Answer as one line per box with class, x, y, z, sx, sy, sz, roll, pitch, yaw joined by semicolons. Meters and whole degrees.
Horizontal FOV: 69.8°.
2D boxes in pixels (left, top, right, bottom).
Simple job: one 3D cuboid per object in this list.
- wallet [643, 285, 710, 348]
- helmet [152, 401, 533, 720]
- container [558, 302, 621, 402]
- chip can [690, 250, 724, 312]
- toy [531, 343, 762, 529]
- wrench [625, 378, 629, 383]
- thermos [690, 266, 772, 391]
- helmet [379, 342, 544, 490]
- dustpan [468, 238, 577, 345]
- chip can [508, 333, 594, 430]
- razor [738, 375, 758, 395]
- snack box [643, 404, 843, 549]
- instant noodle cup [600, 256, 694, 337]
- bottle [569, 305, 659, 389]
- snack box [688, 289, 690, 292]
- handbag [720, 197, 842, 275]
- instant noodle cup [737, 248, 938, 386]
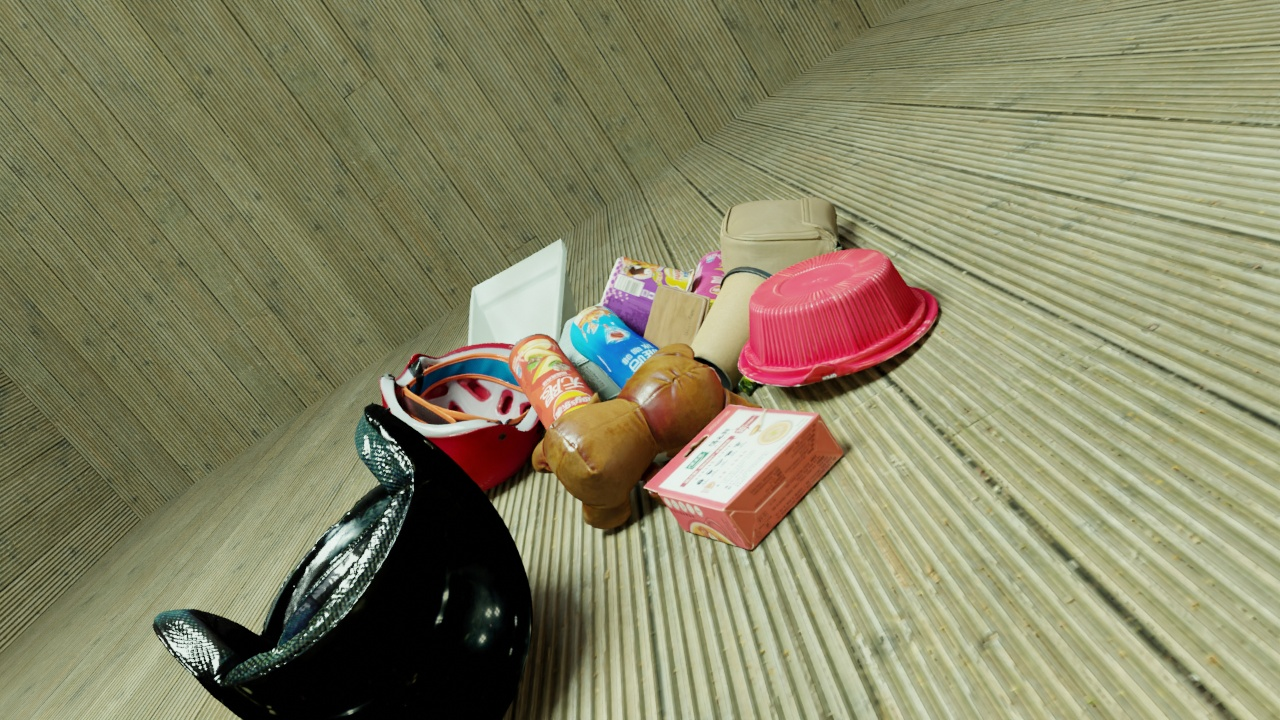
wallet;0.038;-0.025;1.061;0.101;0.020;0.115;22;101;56
helmet;-0.202;0.186;0.704;0.233;0.230;0.275;-45;9;-11
container;-0.056;-0.002;1.203;0.090;0.090;0.111;-27;28;30
chip can;0.096;-0.077;1.161;0.071;0.071;0.210;-29;16;19
toy;0.005;0.067;0.869;0.199;0.140;0.131;-38;-26;-17
wrench;-0.039;0.058;1.055;0.016;0.056;0.274;-9;-3;-19
thermos;0.105;-0.032;0.990;0.093;0.093;0.143;-13;35;53
helmet;-0.217;0.080;1.178;0.207;0.144;0.239;17;27;19
dustpan;-0.192;-0.016;1.358;0.223;0.257;0.142;-22;-3;39
chip can;-0.089;0.043;1.053;0.073;0.073;0.216;-36;36;-3
razor;0.155;0.000;0.897;0.133;0.028;0.043;-18;19;41
snack box;0.080;0.090;0.742;0.113;0.044;0.127;-41;18;-21
instant noodle cup;0.004;-0.076;1.156;0.111;0.099;0.111;27;-97;-88
bottle;-0.006;0.006;1.039;0.065;0.065;0.219;-38;41;-10
snack box;0.028;-0.074;1.288;0.084;0.027;0.157;-34;-3;0
handbag;0.174;-0.144;1.146;0.148;0.100;0.204;-3;23;11
instant noodle cup;0.174;-0.050;0.859;0.194;0.066;0.193;-19;21;8
